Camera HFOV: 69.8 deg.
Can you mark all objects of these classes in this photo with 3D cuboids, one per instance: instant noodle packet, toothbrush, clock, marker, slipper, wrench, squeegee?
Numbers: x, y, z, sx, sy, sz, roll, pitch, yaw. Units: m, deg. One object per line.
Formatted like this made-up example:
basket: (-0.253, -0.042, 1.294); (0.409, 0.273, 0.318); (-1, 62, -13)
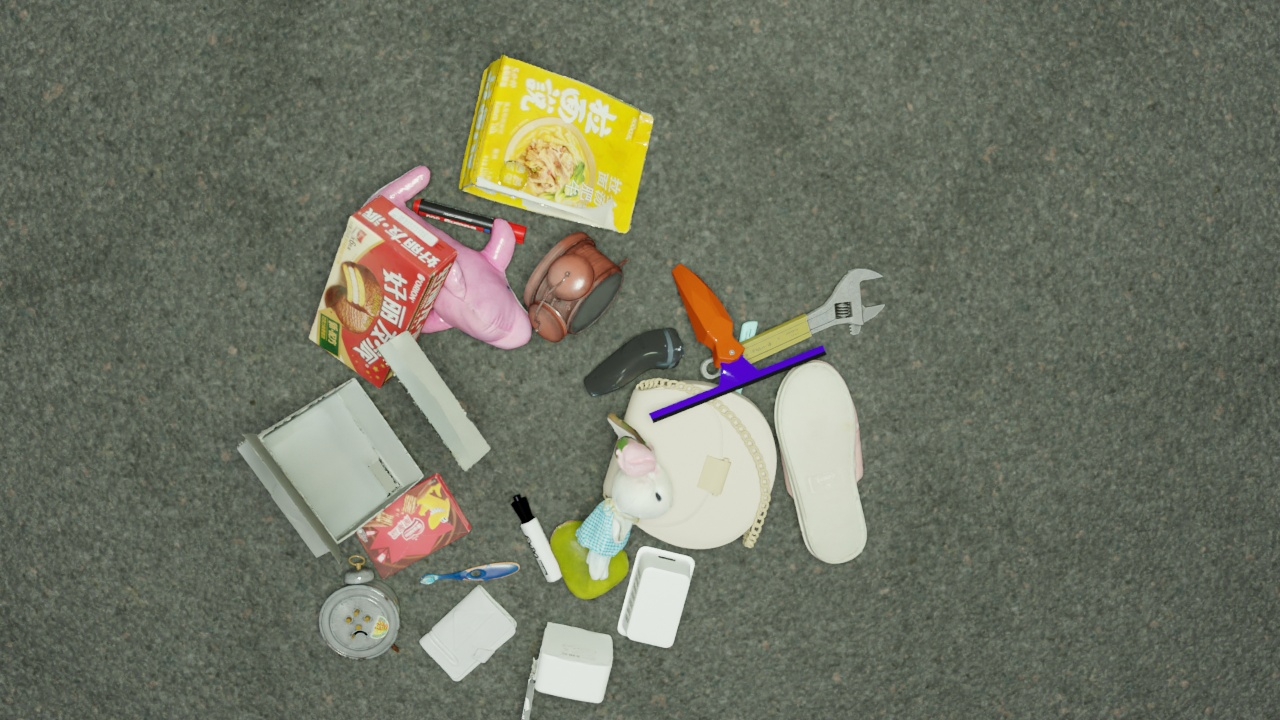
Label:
instant noodle packet: (-0.098, -0.264, 1.146); (0.221, 0.084, 0.163); (13, 85, -20)
toothbrush: (-0.230, 0.288, 1.237); (0.135, 0.017, 0.021); (-7, 99, -2)
clock: (-0.086, -0.087, 1.131); (0.072, 0.157, 0.121); (40, 121, 13)
marker: (-0.140, 0.237, 1.232); (0.025, 0.025, 0.126); (-25, 97, 0)
slipper: (0.241, 0.135, 1.224); (0.114, 0.054, 0.274); (-9, 94, -2)
wrench: (0.202, -0.043, 1.211); (0.273, 0.018, 0.083); (-23, 102, -6)
squeegee: (0.089, -0.048, 1.168); (0.249, 0.055, 0.184); (-21, 65, -16)
marker: (-0.220, -0.180, 1.184); (0.145, 0.021, 0.024); (14, 125, -4)
clock: (-0.370, 0.327, 1.216); (0.104, 0.056, 0.148); (-3, 99, -2)

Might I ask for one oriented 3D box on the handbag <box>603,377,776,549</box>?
handbag: (0.070, 0.133, 1.203); (0.208, 0.103, 0.211); (18, 95, 3)

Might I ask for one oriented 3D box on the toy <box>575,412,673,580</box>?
toy: (-0.014, 0.182, 1.123); (0.105, 0.131, 0.205); (14, 103, -8)

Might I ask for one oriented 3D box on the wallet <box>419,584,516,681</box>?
wallet: (-0.233, 0.371, 1.240); (0.086, 0.032, 0.116); (43, 93, -4)

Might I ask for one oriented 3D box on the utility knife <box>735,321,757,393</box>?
utility knife: (0.134, 0.009, 1.226); (0.022, 0.015, 0.129); (7, 99, -28)

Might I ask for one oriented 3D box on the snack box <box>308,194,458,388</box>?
snack box: (-0.313, -0.076, 1.101); (0.113, 0.060, 0.237); (37, 135, -2)

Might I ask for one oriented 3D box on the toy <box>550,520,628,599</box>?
toy: (-0.072, 0.261, 1.225); (0.090, 0.051, 0.110); (-36, 94, -1)

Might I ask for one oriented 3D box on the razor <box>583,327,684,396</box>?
razor: (-0.007, 0.007, 1.204); (0.140, 0.053, 0.064); (-30, 130, 7)

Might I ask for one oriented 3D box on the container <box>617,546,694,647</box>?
container: (0.022, 0.325, 1.237); (0.080, 0.049, 0.129); (14, 95, -4)

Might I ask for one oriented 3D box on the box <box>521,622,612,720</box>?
box: (-0.109, 0.434, 1.214); (0.124, 0.109, 0.137); (11, 95, -3)

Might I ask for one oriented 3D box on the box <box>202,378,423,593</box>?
box: (-0.372, 0.137, 1.037); (0.150, 0.369, 0.167); (-34, 97, 1)

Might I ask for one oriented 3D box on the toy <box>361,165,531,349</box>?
toy: (-0.240, -0.110, 1.136); (0.265, 0.127, 0.187); (43, 96, -7)

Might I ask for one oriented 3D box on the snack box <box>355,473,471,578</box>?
snack box: (-0.306, 0.220, 1.224); (0.133, 0.021, 0.089); (-29, 97, 1)
